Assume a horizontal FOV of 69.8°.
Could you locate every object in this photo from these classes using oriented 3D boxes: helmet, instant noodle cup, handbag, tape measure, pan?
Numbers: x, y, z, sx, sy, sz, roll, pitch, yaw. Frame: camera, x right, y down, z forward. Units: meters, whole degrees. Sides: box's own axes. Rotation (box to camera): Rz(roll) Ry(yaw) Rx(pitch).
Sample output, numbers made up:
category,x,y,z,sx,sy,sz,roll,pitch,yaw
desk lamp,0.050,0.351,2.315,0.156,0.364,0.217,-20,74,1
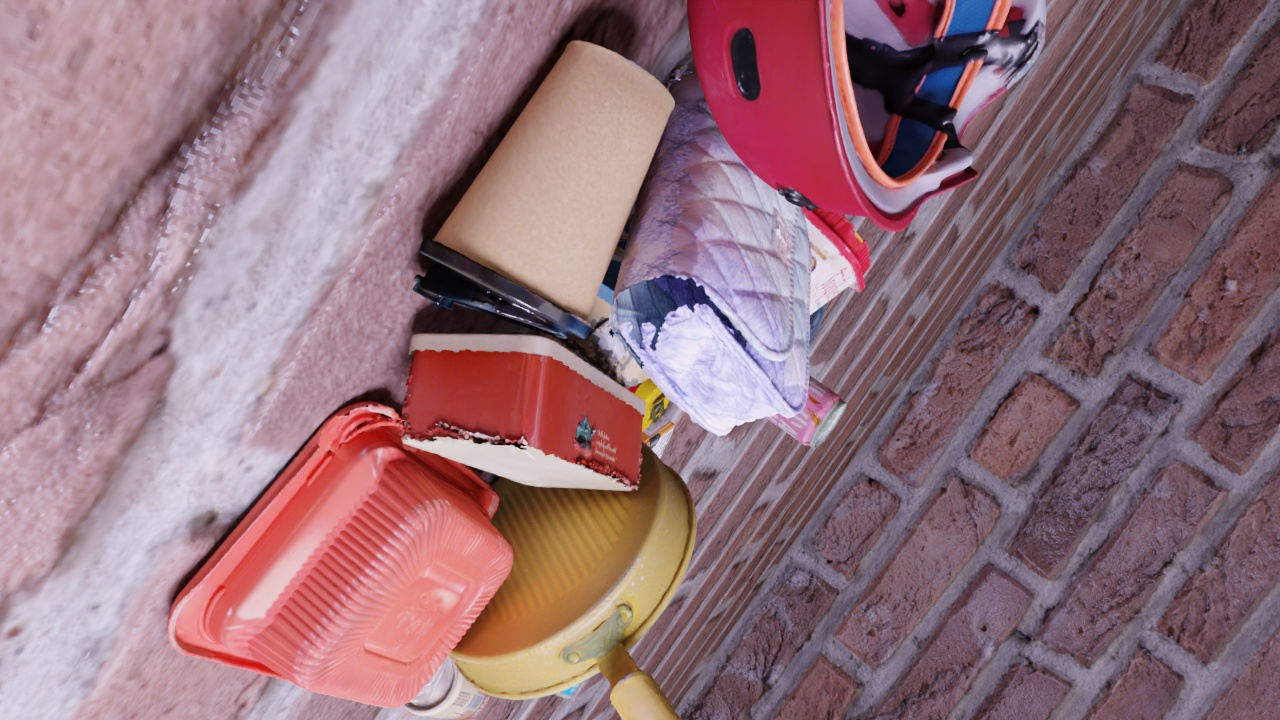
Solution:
category,x,y,z,sx,sy,sz,roll,pitch,yaw
helmet,0.098,-0.182,0.472,0.239,0.144,0.207,-57,135,-23
instant noodle cup,0.114,-0.079,0.774,0.124,0.116,0.116,-44,161,6
handbag,0.049,-0.064,0.523,0.134,0.076,0.193,47,36,-35
instant noodle cup,-0.151,0.125,0.531,0.164,0.079,0.189,-53,149,-11
tape measure,0.006,0.040,0.833,0.059,0.029,0.057,-43,157,-29
pan,-0.021,0.172,0.563,0.197,0.357,0.078,-38,120,-3

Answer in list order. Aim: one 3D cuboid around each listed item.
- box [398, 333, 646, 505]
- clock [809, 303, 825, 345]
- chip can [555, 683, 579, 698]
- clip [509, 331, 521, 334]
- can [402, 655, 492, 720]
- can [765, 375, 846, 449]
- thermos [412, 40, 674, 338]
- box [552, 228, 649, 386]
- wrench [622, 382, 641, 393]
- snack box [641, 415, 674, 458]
category,x,y,z,sx,sy,sz,roll,pitch,yaw
box,-0.064,0.043,0.533,0.168,0.091,0.076,39,55,-65
clock,0.138,-0.014,0.995,0.117,0.060,0.159,-38,153,-39
chip can,-0.043,0.284,1.060,0.210,0.071,0.071,-52,160,-5
clip,-0.088,0.007,0.593,0.054,0.013,0.033,-53,159,-2
can,-0.168,0.278,0.790,0.058,0.058,0.116,-49,159,-14
can,0.124,0.022,0.889,0.057,0.147,0.058,-44,158,-24
thermos,-0.043,-0.079,0.454,0.143,0.093,0.093,-63,160,0
box,0.018,-0.048,0.629,0.183,0.090,0.060,-31,150,-51
wrench,-0.004,0.004,0.745,0.273,0.016,0.056,-63,161,10
snack box,-0.018,0.126,0.924,0.075,0.026,0.154,-30,150,-50
